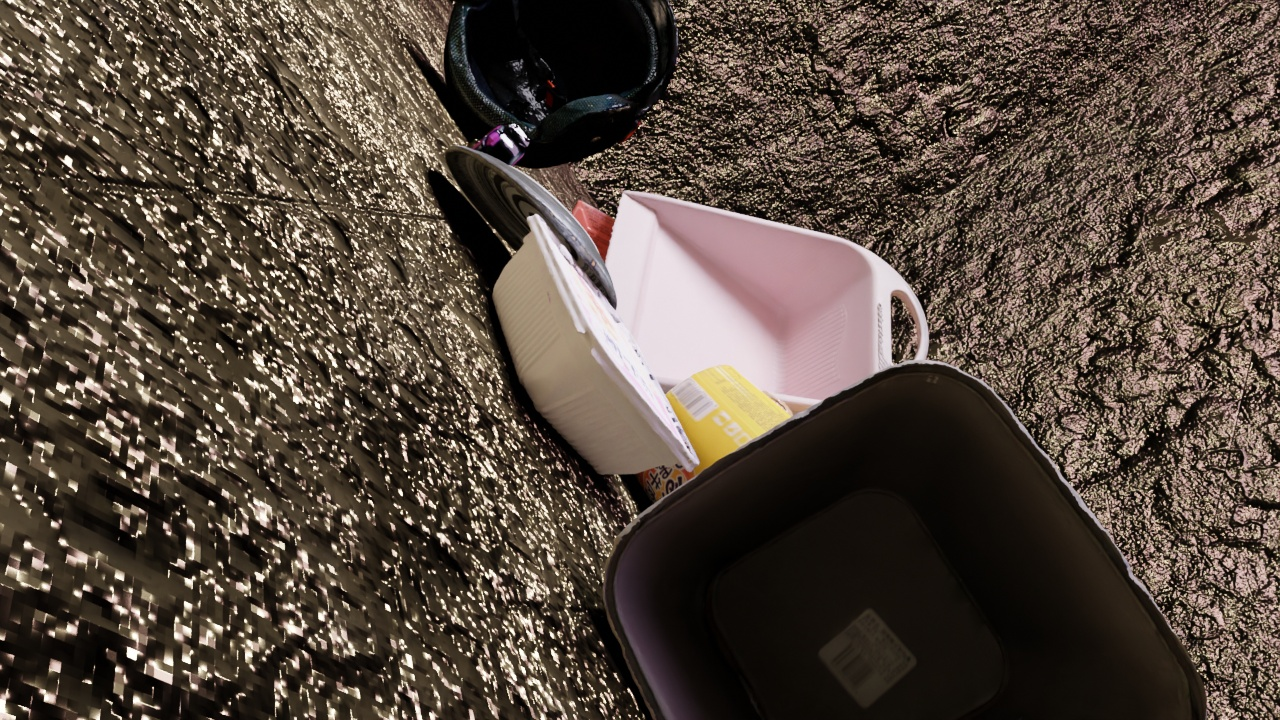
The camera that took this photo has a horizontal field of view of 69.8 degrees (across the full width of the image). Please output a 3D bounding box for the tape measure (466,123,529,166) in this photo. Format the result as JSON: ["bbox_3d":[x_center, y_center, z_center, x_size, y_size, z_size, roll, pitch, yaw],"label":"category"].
[{"bbox_3d":[-0.138,-0.193,0.855,0.039,0.057,0.057,51,49,-17],"label":"tape measure"}]

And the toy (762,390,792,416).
[{"bbox_3d":[0.139,0.128,0.749,0.226,0.143,0.082,43,12,-15],"label":"toy"}]

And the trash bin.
[{"bbox_3d":[0.116,0.144,0.470,0.198,0.199,0.220,59,0,19],"label":"trash bin"}]

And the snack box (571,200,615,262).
[{"bbox_3d":[-0.030,-0.104,0.929,0.113,0.044,0.127,27,-8,-9],"label":"snack box"}]

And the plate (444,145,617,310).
[{"bbox_3d":[-0.078,-0.104,0.711,0.179,0.024,0.179,41,-10,9],"label":"plate"}]

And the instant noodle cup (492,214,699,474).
[{"bbox_3d":[-0.038,-0.001,0.595,0.138,0.060,0.173,52,8,-39],"label":"instant noodle cup"}]

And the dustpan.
[{"bbox_3d":[0.106,-0.053,0.803,0.273,0.139,0.222,27,50,-23],"label":"dustpan"}]

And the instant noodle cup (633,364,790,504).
[{"bbox_3d":[0.061,0.078,0.666,0.110,0.138,0.138,49,2,25],"label":"instant noodle cup"}]

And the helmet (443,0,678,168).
[{"bbox_3d":[-0.098,-0.349,1.074,0.233,0.274,0.231,64,-22,-3],"label":"helmet"}]
